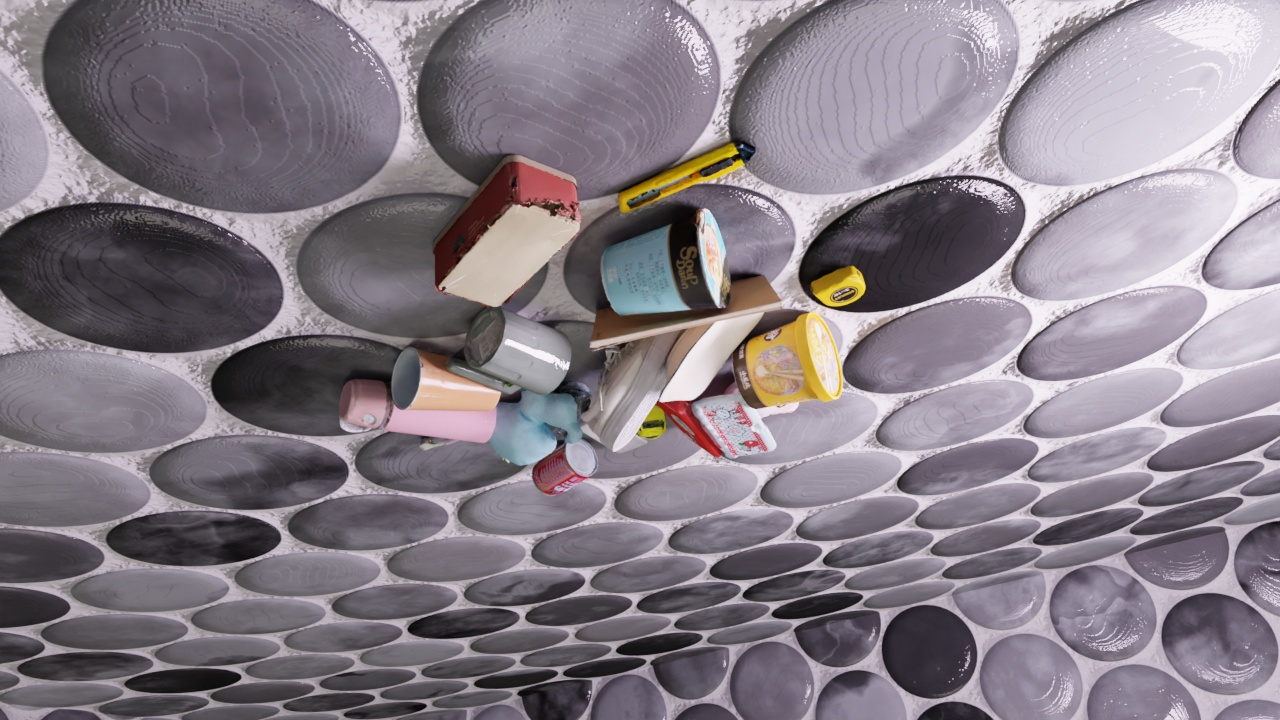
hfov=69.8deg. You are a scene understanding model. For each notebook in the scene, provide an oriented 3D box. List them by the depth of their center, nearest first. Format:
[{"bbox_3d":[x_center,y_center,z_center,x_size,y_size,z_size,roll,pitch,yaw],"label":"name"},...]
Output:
[{"bbox_3d":[0.048,-0.058,1.051,0.211,0.149,0.012,-12,107,4],"label":"notebook"}]

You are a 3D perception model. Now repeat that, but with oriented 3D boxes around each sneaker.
[{"bbox_3d":[-0.007,0.007,1.199,0.089,0.091,0.243,-25,152,-54],"label":"sneaker"}]

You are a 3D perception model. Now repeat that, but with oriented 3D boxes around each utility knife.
[{"bbox_3d":[0.045,-0.183,0.926,0.154,0.015,0.033,-21,146,19],"label":"utility knife"}]

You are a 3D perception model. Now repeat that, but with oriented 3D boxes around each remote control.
[{"bbox_3d":[-0.043,0.109,1.413,0.056,0.019,0.135,-22,149,21],"label":"remote control"}]

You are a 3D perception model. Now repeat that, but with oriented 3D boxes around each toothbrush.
[{"bbox_3d":[-0.236,0.098,1.339,0.190,0.020,0.029,-18,180,13],"label":"toothbrush"}]

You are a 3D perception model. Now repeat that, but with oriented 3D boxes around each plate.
[{"bbox_3d":[0.081,-0.019,1.141,0.164,0.034,0.164,-52,163,13],"label":"plate"}]

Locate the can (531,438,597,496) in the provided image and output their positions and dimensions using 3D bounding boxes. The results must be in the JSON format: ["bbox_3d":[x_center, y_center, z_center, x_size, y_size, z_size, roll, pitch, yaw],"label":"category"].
[{"bbox_3d":[-0.121,0.170,1.450,0.066,0.066,0.094,18,141,-40],"label":"can"}]

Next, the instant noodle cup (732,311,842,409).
[{"bbox_3d":[0.193,0.007,1.215,0.115,0.118,0.118,-17,151,29],"label":"instant noodle cup"}]

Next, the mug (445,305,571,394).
[{"bbox_3d":[-0.162,-0.003,1.114,0.124,0.083,0.103,-31,142,32],"label":"mug"}]

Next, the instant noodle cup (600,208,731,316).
[{"bbox_3d":[0.025,-0.099,0.993,0.121,0.111,0.111,-10,152,19],"label":"instant noodle cup"}]

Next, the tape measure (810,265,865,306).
[{"bbox_3d":[0.247,-0.093,1.133,0.060,0.028,0.057,-26,146,27],"label":"tape measure"}]

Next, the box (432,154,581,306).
[{"bbox_3d":[-0.135,-0.118,0.925,0.091,0.077,0.169,15,143,-36],"label":"box"}]

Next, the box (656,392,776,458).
[{"bbox_3d":[0.104,0.090,1.329,0.160,0.065,0.201,11,159,27],"label":"box"}]

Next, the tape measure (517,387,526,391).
[{"bbox_3d":[-0.162,0.020,1.215,0.054,0.025,0.058,9,145,-31],"label":"tape measure"}]

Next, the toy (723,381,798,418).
[{"bbox_3d":[0.187,0.056,1.361,0.121,0.054,0.159,-15,158,14],"label":"toy"}]

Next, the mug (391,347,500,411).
[{"bbox_3d":[-0.243,0.031,1.164,0.122,0.078,0.078,11,145,-40],"label":"mug"}]

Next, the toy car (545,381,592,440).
[{"bbox_3d":[-0.112,0.071,1.312,0.054,0.036,0.121,8,136,-25],"label":"toy car"}]

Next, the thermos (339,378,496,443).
[{"bbox_3d":[-0.298,0.073,1.221,0.198,0.067,0.087,9,131,-33],"label":"thermos"}]

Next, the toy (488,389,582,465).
[{"bbox_3d":[-0.157,0.092,1.282,0.161,0.049,0.156,24,117,14],"label":"toy"}]

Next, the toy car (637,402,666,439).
[{"bbox_3d":[0.015,0.091,1.387,0.048,0.032,0.105,-9,149,-1],"label":"toy car"}]
